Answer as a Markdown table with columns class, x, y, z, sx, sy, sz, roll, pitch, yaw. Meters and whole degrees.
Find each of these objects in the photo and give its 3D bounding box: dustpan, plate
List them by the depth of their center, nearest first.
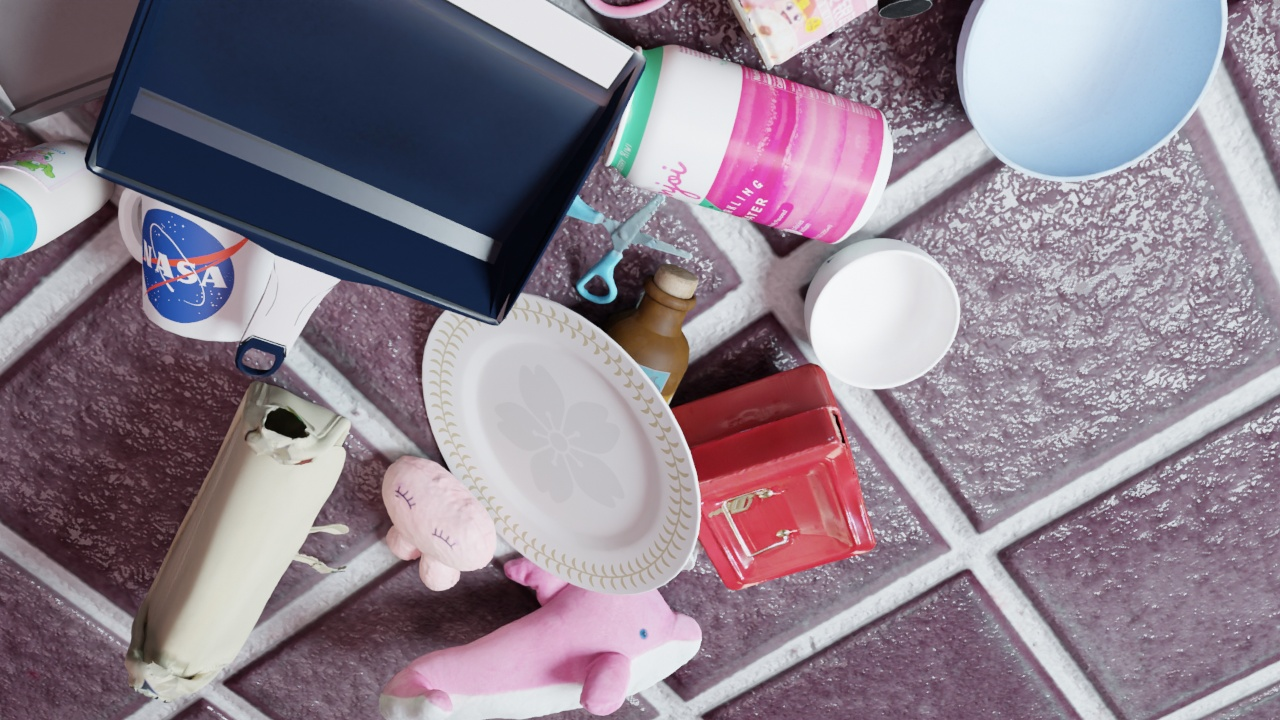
| class | x | y | z | sx | sy | sz | roll | pitch | yaw |
| --- | --- | --- | --- | --- | --- | --- | --- | --- | --- |
| dustpan | -0.165 | -0.097 | 0.507 | 0.236 | 0.080 | 0.274 | 21 | 133 | -29 |
| plate | -0.060 | 0.060 | 0.643 | 0.243 | 0.016 | 0.243 | 20 | 127 | 28 |

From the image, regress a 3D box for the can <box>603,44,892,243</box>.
| class | x | y | z | sx | sy | sz | roll | pitch | yaw |
| --- | --- | --- | --- | --- | --- | --- | --- | --- | --- |
| can | 0.066 | -0.135 | 0.574 | 0.166 | 0.088 | 0.088 | 15 | 116 | -9 |

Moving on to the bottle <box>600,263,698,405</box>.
| class | x | y | z | sx | sy | sz | roll | pitch | yaw |
| --- | --- | --- | --- | --- | --- | --- | --- | --- | --- |
| bottle | -0.004 | 0.004 | 0.654 | 0.068 | 0.067 | 0.157 | 20 | 115 | -12 |

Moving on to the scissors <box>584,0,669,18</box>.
| class | x | y | z | sx | sy | sz | roll | pitch | yaw |
| --- | --- | --- | --- | --- | --- | --- | --- | --- | --- |
| scissors | 0.042 | -0.260 | 0.550 | 0.174 | 0.017 | 0.077 | -13 | 115 | 6 |

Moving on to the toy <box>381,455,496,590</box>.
| class | x | y | z | sx | sy | sz | roll | pitch | yaw |
| --- | --- | --- | --- | --- | --- | --- | --- | --- | --- |
| toy | -0.162 | 0.131 | 0.716 | 0.108 | 0.053 | 0.105 | 36 | 129 | 13 |

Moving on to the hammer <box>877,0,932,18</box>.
| class | x | y | z | sx | sy | sz | roll | pitch | yaw |
| --- | --- | --- | --- | --- | --- | --- | --- | --- | --- |
| hammer | -0.001 | -0.238 | 0.514 | 0.306 | 0.040 | 0.132 | -5 | 91 | 15 |

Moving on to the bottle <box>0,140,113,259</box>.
| class | x | y | z | sx | sy | sz | roll | pitch | yaw |
| --- | --- | --- | --- | --- | --- | --- | --- | --- | --- |
| bottle | -0.370 | -0.092 | 0.546 | 0.051 | 0.146 | 0.051 | -1 | 117 | -2 |

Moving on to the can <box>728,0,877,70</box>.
| class | x | y | z | sx | sy | sz | roll | pitch | yaw |
| --- | --- | --- | --- | --- | --- | --- | --- | --- | --- |
| can | 0.093 | -0.221 | 0.542 | 0.076 | 0.067 | 0.067 | -29 | 115 | 13 |

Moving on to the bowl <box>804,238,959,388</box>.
| class | x | y | z | sx | sy | sz | roll | pitch | yaw |
| --- | --- | --- | --- | --- | --- | --- | --- | --- | --- |
| bowl | 0.166 | -0.038 | 0.647 | 0.105 | 0.054 | 0.105 | 0 | 119 | -1 |

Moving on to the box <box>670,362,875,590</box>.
| class | x | y | z | sx | sy | sz | roll | pitch | yaw |
| --- | --- | --- | --- | --- | --- | --- | --- | --- | --- |
| box | 0.096 | 0.095 | 0.674 | 0.129 | 0.086 | 0.158 | -19 | 133 | 6 |

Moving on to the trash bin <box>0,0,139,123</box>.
| class | x | y | z | sx | sy | sz | roll | pitch | yaw |
| --- | --- | --- | --- | --- | --- | --- | --- | --- | --- |
| trash bin | -0.295 | -0.267 | 0.489 | 0.192 | 0.097 | 0.220 | -17 | 115 | 6 |

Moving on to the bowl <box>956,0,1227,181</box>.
| class | x | y | z | sx | sy | sz | roll | pitch | yaw |
| --- | --- | --- | --- | --- | --- | --- | --- | --- | --- |
| bowl | 0.260 | -0.192 | 0.560 | 0.150 | 0.074 | 0.151 | 0 | 117 | -1 |

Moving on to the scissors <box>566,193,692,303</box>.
| class | x | y | z | sx | sy | sz | roll | pitch | yaw |
| --- | --- | --- | --- | --- | --- | --- | --- | --- | --- |
| scissors | -0.024 | -0.075 | 0.613 | 0.136 | 0.015 | 0.126 | 27 | 143 | 27 |

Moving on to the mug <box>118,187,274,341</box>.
| class | x | y | z | sx | sy | sz | roll | pitch | yaw |
| --- | --- | --- | --- | --- | --- | --- | --- | --- | --- |
| mug | -0.283 | -0.078 | 0.594 | 0.121 | 0.090 | 0.090 | 19 | 116 | 9 |

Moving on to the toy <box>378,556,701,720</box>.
| class | x | y | z | sx | sy | sz | roll | pitch | yaw |
| --- | --- | --- | --- | --- | --- | --- | --- | --- | --- |
| toy | -0.078 | 0.220 | 0.738 | 0.265 | 0.187 | 0.127 | -8 | 80 | -22 |

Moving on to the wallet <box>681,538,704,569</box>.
| class | x | y | z | sx | sy | sz | roll | pitch | yaw |
| --- | --- | --- | --- | --- | --- | --- | --- | --- | --- |
| wallet | -0.014 | 0.125 | 0.710 | 0.116 | 0.032 | 0.086 | -9 | 114 | 36 |

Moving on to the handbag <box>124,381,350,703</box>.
| class | x | y | z | sx | sy | sz | roll | pitch | yaw |
| --- | --- | --- | --- | --- | --- | --- | --- | --- | --- |
| handbag | -0.267 | 0.131 | 0.657 | 0.132 | 0.184 | 0.229 | 24 | 97 | -17 |
